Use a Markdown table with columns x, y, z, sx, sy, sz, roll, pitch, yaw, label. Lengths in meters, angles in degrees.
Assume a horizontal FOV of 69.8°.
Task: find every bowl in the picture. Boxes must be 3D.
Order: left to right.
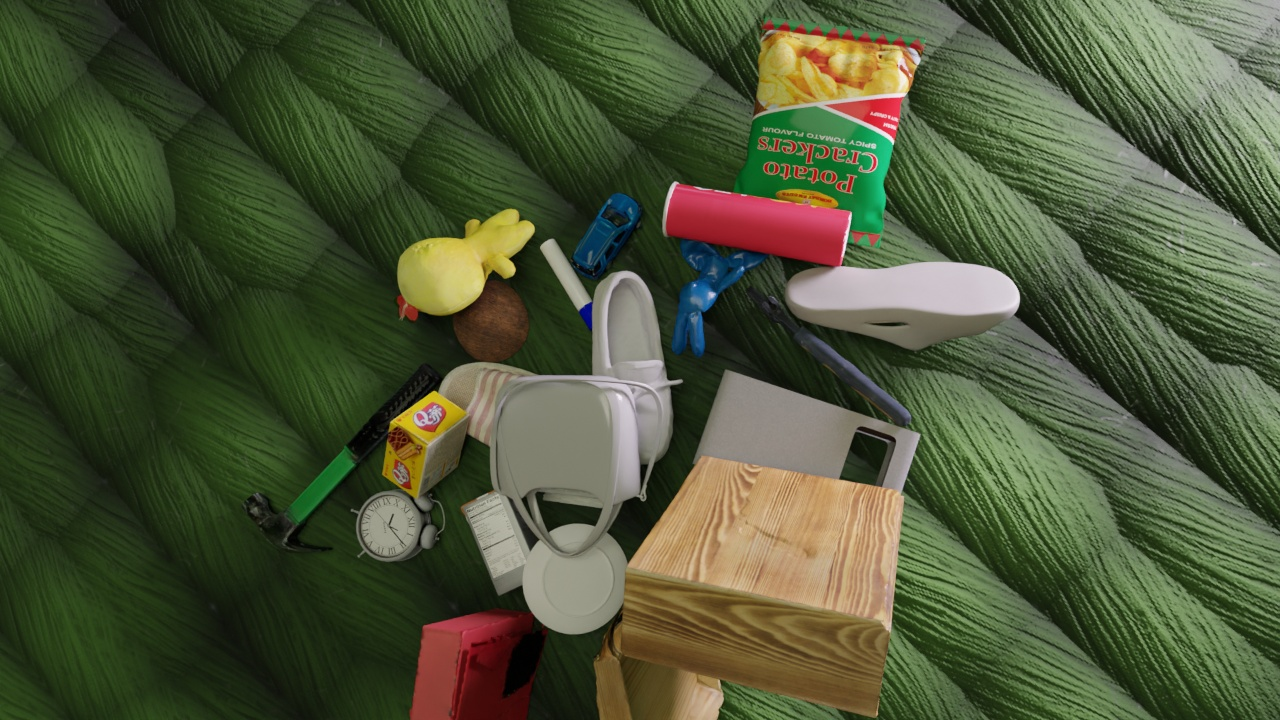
| x | y | z | sx | sy | sz | roll | pitch | yaw | label |
| --- | --- | --- | --- | --- | --- | --- | --- | --- | --- |
| -0.204 | -0.055 | 1.223 | 0.102 | 0.026 | 0.114 | -33 | 78 | 5 | bowl |

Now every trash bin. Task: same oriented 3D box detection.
| x | y | z | sx | sy | sz | roll | pitch | yaw | label |
| --- | --- | --- | --- | --- | --- | --- | --- | --- | --- |
| 0.193 | 0.106 | 1.081 | 0.229 | 0.114 | 0.114 | 19 | 86 | 12 | trash bin |

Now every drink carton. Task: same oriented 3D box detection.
| x | y | z | sx | sy | sz | roll | pitch | yaw | label |
| --- | --- | --- | --- | --- | --- | --- | --- | --- | --- |
| -0.171 | 0.227 | 1.169 | 0.076 | 0.048 | 0.124 | -26 | 79 | 6 | drink carton |

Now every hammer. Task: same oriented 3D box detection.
| x | y | z | sx | sy | sz | roll | pitch | yaw | label |
| --- | --- | --- | --- | --- | --- | --- | --- | --- | --- |
| -0.387 | 0.129 | 1.234 | 0.130 | 0.032 | 0.319 | 44 | 92 | 14 | hammer |

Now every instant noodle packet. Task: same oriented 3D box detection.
| x | y | z | sx | sy | sz | roll | pitch | yaw | label |
| --- | --- | --- | --- | --- | --- | --- | --- | --- | --- |
| 0.224 | -0.281 | 1.133 | 0.196 | 0.090 | 0.253 | 13 | 101 | 13 | instant noodle packet |

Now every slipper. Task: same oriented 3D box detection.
| x | y | z | sx | sy | sz | roll | pitch | yaw | label |
| --- | --- | --- | --- | --- | --- | --- | --- | --- | --- |
| -0.144 | 0.071 | 1.183 | 0.263 | 0.052 | 0.115 | 14 | 84 | 12 | slipper |
| -0.007 | 0.007 | 1.148 | 0.112 | 0.075 | 0.246 | -8 | 81 | -2 | slipper |
| 0.308 | -0.058 | 1.104 | 0.266 | 0.081 | 0.112 | -1 | 38 | 7 | slipper |

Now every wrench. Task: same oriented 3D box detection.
| x | y | z | sx | sy | sz | roll | pitch | yaw | label |
| --- | --- | --- | --- | --- | --- | --- | --- | --- | --- |
| 0.212 | -0.011 | 1.079 | 0.022 | 0.073 | 0.273 | -46 | 55 | 1 | wrench |

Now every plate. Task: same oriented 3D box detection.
| x | y | z | sx | sy | sz | roll | pitch | yaw | label |
| --- | --- | --- | --- | --- | --- | --- | --- | --- | --- |
| -0.078 | 0.270 | 1.135 | 0.134 | 0.011 | 0.134 | 2 | 84 | -15 | plate |

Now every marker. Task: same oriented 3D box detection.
| x | y | z | sx | sy | sz | roll | pitch | yaw | label |
| --- | --- | --- | --- | --- | --- | --- | --- | --- | --- |
| -0.089 | -0.101 | 1.207 | 0.023 | 0.027 | 0.133 | -27 | 77 | -21 | marker |

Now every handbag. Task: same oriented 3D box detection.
| x | y | z | sx | sy | sz | roll | pitch | yaw | label |
| --- | --- | --- | --- | --- | --- | --- | --- | --- | --- |
| -0.080 | 0.129 | 1.096 | 0.216 | 0.095 | 0.222 | -1 | 93 | 20 | handbag |

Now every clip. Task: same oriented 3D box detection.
| x | y | z | sx | sy | sz | roll | pitch | yaw | label |
| --- | --- | --- | --- | --- | --- | --- | --- | --- | --- |
| -0.077 | 0.163 | 1.173 | 0.102 | 0.052 | 0.058 | 6 | 113 | 11 | clip |

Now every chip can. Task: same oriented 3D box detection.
| x | y | z | sx | sy | sz | roll | pitch | yaw | label |
| --- | --- | --- | --- | --- | --- | --- | --- | --- | --- |
| 0.143 | -0.167 | 1.128 | 0.221 | 0.069 | 0.069 | 12 | 85 | 13 | chip can |

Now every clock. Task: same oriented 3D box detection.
| x | y | z | sx | sy | sz | roll | pitch | yaw | label |
| --- | --- | --- | --- | --- | --- | --- | --- | --- | --- |
| -0.315 | 0.215 | 1.205 | 0.123 | 0.035 | 0.094 | -13 | 81 | 10 | clock |

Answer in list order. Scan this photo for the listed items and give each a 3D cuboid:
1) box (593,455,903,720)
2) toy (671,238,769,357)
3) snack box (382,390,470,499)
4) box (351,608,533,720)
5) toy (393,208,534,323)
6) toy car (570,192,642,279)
| x | y | z | sx | sy | sz | roll | pitch | yaw | label |
| --- | --- | --- | --- | --- | --- | --- | --- | --- | --- |
| 0.094 | 0.305 | 0.941 | 0.286 | 0.278 | 0.335 | 11 | 110 | 16 | box |
| 0.080 | -0.091 | 1.150 | 0.113 | 0.071 | 0.176 | 15 | 68 | 33 | toy |
| -0.272 | 0.106 | 1.164 | 0.061 | 0.083 | 0.106 | 33 | 131 | 13 | snack box |
| -0.228 | 0.376 | 1.083 | 0.153 | 0.213 | 0.164 | 7 | 83 | 18 | box |
| -0.236 | -0.129 | 1.202 | 0.207 | 0.092 | 0.134 | -31 | 43 | -17 | toy |
| -0.044 | -0.163 | 1.198 | 0.056 | 0.043 | 0.120 | 34 | 90 | 13 | toy car |
